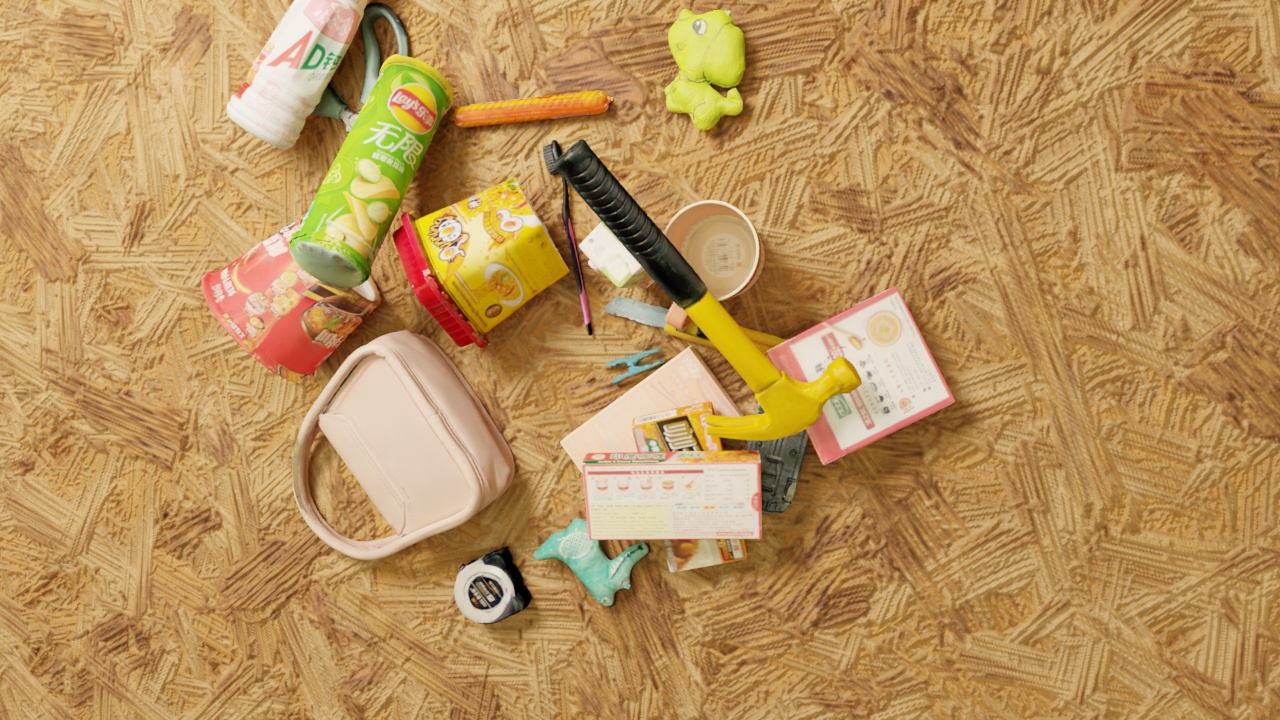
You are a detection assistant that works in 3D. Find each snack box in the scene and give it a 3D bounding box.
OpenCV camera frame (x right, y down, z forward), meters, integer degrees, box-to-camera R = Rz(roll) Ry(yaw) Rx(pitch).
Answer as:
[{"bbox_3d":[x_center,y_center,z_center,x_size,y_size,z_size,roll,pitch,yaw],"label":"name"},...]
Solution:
[{"bbox_3d":[0.029,0.120,0.813,0.156,0.027,0.077,-1,109,7],"label":"snack box"},{"bbox_3d":[0.046,0.117,0.842,0.075,0.026,0.154,-13,106,7],"label":"snack box"},{"bbox_3d":[0.190,0.014,0.806,0.127,0.044,0.113,-26,89,2],"label":"snack box"},{"bbox_3d":[0.010,0.065,0.866,0.157,0.026,0.084,-36,88,12],"label":"snack box"}]

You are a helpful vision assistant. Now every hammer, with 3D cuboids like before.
[{"bbox_3d":[0.041,-0.051,0.734,0.129,0.032,0.301,-36,107,18],"label":"hammer"}]

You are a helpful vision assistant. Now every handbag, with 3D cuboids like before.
[{"bbox_3d":[-0.257,0.103,0.906,0.235,0.093,0.193,-37,87,20],"label":"handbag"}]

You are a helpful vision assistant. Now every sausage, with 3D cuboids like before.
[{"bbox_3d":[-0.105,-0.238,0.869,0.165,0.021,0.021,-3,94,12],"label":"sausage"}]

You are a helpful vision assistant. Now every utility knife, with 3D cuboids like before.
[{"bbox_3d":[0.066,-0.023,0.853,0.216,0.015,0.033,17,94,10],"label":"utility knife"}]

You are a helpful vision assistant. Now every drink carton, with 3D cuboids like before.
[{"bbox_3d":[-0.011,-0.093,0.810,0.045,0.122,0.053,-44,85,13],"label":"drink carton"}]

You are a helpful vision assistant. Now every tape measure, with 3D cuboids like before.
[{"bbox_3d":[-0.149,0.225,0.909,0.066,0.033,0.065,-24,87,10],"label":"tape measure"}]

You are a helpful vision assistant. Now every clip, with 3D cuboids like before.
[{"bbox_3d":[-0.005,0.003,0.871,0.057,0.014,0.047,-17,89,12],"label":"clip"}]

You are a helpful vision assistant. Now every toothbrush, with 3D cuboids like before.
[{"bbox_3d":[-0.068,-0.116,0.876,0.018,0.014,0.189,-9,93,22],"label":"toothbrush"}]

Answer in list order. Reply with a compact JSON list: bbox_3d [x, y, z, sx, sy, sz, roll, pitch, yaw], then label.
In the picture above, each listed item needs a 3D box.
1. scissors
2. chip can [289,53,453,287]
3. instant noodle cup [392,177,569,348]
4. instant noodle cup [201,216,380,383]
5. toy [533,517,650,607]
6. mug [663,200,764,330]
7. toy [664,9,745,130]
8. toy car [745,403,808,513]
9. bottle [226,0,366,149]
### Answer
[{"bbox_3d":[-0.272,-0.273,0.904,0.171,0.019,0.177,-32,86,12],"label":"scissors"},{"bbox_3d":[-0.240,-0.170,0.826,0.072,0.073,0.220,12,66,11],"label":"chip can"},{"bbox_3d":[-0.142,-0.093,0.838,0.123,0.116,0.116,-29,52,0],"label":"instant noodle cup"},{"bbox_3d":[-0.327,-0.065,0.878,0.108,0.138,0.138,-39,86,4],"label":"instant noodle cup"},{"bbox_3d":[-0.042,0.192,0.887,0.096,0.030,0.092,-38,91,5],"label":"toy"},{"bbox_3d":[0.059,-0.079,0.804,0.082,0.105,0.114,29,99,8],"label":"mug"},{"bbox_3d":[0.061,-0.265,0.828,0.097,0.031,0.100,36,105,7],"label":"toy"},{"bbox_3d":[0.124,0.080,0.840,0.054,0.037,0.120,15,87,7],"label":"toy car"},{"bbox_3d":[-0.314,-0.299,0.871,0.068,0.068,0.197,35,96,7],"label":"bottle"}]
